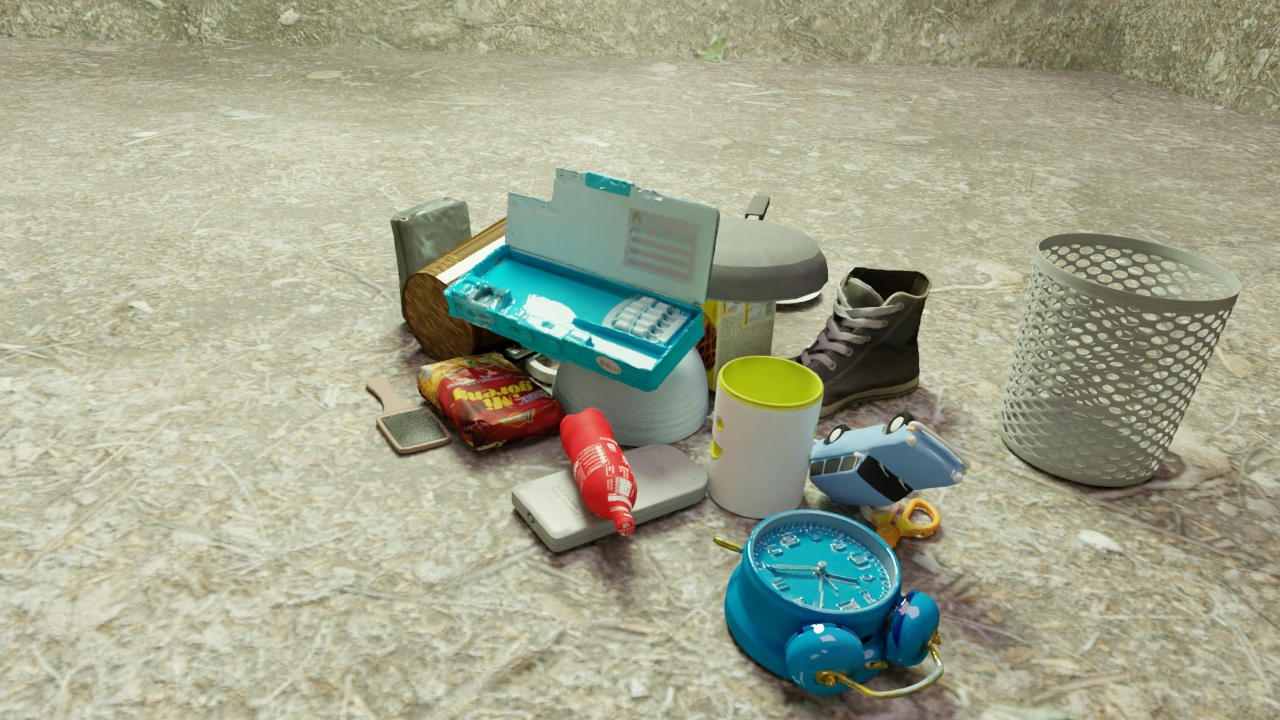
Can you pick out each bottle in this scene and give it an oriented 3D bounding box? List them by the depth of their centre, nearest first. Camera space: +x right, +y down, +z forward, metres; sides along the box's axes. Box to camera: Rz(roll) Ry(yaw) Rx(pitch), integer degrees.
[{"bbox_3d":[-0.029,0.085,0.697,0.042,0.042,0.141,-4,29,-16],"label":"bottle"}]

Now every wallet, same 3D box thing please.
[{"bbox_3d":[-0.222,-0.105,0.989,0.054,0.132,0.100,13,27,25],"label":"wallet"}]

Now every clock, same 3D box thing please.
[{"bbox_3d":[0.125,0.161,0.596,0.116,0.060,0.161,-10,32,-26],"label":"clock"}]

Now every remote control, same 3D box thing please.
[{"bbox_3d":[-0.020,0.106,0.728,0.150,0.019,0.074,-14,32,-30],"label":"remote control"},{"bbox_3d":[-0.091,-0.026,0.953,0.030,0.009,0.139,23,32,32],"label":"remote control"}]

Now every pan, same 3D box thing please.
[{"bbox_3d":[0.112,-0.137,0.972,0.179,0.041,0.356,6,23,11],"label":"pan"}]

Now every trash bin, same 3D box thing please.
[{"bbox_3d":[0.412,-0.001,0.816,0.156,0.184,0.156,3,27,-2],"label":"trash bin"}]

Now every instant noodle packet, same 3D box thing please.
[{"bbox_3d":[-0.137,0.034,0.833,0.098,0.040,0.135,-7,28,-35],"label":"instant noodle packet"}]

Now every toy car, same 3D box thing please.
[{"bbox_3d":[0.182,0.080,0.702,0.056,0.154,0.054,37,70,-10],"label":"toy car"}]

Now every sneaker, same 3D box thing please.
[{"bbox_3d":[0.183,-0.015,0.885,0.234,0.120,0.095,-11,31,-22],"label":"sneaker"}]

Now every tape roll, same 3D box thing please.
[{"bbox_3d":[-0.071,-0.001,0.935,0.093,0.013,0.093,4,27,-2],"label":"tape roll"}]

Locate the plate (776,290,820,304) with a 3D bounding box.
[{"bbox_3d":[0.158,-0.095,1.152,0.134,0.011,0.134,3,27,-2],"label":"plate"}]

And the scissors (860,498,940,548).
[{"bbox_3d":[0.187,0.134,0.709,0.065,0.013,0.128,19,29,28],"label":"scissors"}]

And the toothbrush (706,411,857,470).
[{"bbox_3d":[0.144,0.077,0.805,0.186,0.022,0.024,15,69,21],"label":"toothbrush"}]

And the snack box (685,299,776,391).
[{"bbox_3d":[0.086,-0.034,0.921,0.083,0.106,0.061,-16,29,-36],"label":"snack box"}]

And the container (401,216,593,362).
[{"bbox_3d":[-0.151,-0.075,0.955,0.132,0.132,0.166,21,37,30],"label":"container"}]

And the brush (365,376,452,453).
[{"bbox_3d":[-0.218,0.042,0.829,0.049,0.015,0.136,-13,32,-31],"label":"brush"}]

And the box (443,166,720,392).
[{"bbox_3d":[-0.047,-0.076,0.819,0.227,0.171,0.084,20,-9,27],"label":"box"}]

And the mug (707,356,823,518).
[{"bbox_3d":[0.098,0.061,0.736,0.082,0.106,0.082,3,27,-2],"label":"mug"}]

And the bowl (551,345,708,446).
[{"bbox_3d":[-0.005,0.005,0.849,0.150,0.075,0.150,6,33,-4],"label":"bowl"}]

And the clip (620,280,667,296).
[{"bbox_3d":[0.033,-0.116,1.106,0.126,0.105,0.151,-5,18,-12],"label":"clip"}]
